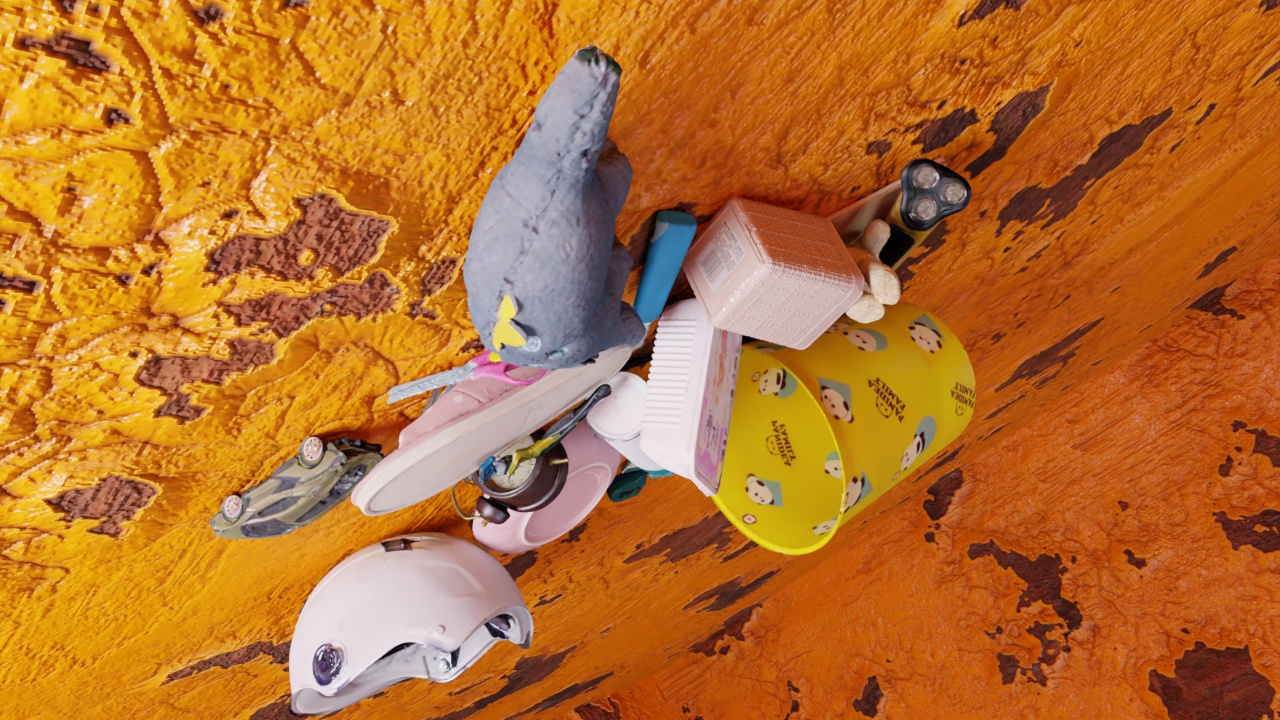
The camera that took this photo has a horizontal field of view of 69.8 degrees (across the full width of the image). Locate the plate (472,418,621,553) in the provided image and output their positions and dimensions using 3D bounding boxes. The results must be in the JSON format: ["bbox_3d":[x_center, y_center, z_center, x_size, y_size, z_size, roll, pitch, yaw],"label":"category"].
[{"bbox_3d":[-0.089,0.143,0.985,0.192,0.039,0.193,-34,152,-21],"label":"plate"}]

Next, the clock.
[{"bbox_3d":[-0.126,0.106,0.871,0.122,0.082,0.055,-33,153,6],"label":"clock"}]

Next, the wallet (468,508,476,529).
[{"bbox_3d":[-0.133,0.168,1.057,0.090,0.033,0.115,-37,160,15],"label":"wallet"}]

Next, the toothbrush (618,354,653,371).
[{"bbox_3d":[-0.005,0.005,0.889,0.180,0.018,0.016,-15,161,-29],"label":"toothbrush"}]

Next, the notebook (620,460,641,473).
[{"bbox_3d":[0.088,0.091,1.181,0.208,0.012,0.151,-3,146,-47],"label":"notebook"}]

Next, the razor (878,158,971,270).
[{"bbox_3d":[0.243,-0.120,0.846,0.067,0.062,0.168,-57,174,-22],"label":"razor"}]

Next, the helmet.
[{"bbox_3d":[-0.255,0.266,0.968,0.259,0.145,0.229,-26,158,16],"label":"helmet"}]

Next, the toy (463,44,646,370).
[{"bbox_3d":[-0.051,-0.061,0.601,0.137,0.091,0.357,-37,162,-14],"label":"toy"}]

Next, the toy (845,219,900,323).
[{"bbox_3d":[0.197,-0.071,0.812,0.105,0.066,0.157,-61,-177,16],"label":"toy"}]

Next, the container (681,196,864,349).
[{"bbox_3d":[0.104,-0.072,0.748,0.110,0.090,0.090,8,138,-39],"label":"container"}]

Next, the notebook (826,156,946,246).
[{"bbox_3d":[0.192,-0.106,0.895,0.211,0.012,0.149,-28,158,-5],"label":"notebook"}]

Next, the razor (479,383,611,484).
[{"bbox_3d":[-0.078,0.064,0.798,0.142,0.022,0.043,-35,169,-23],"label":"razor"}]

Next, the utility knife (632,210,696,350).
[{"bbox_3d":[0.010,-0.058,0.770,0.034,0.018,0.203,-8,152,-17],"label":"utility knife"}]

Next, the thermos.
[{"bbox_3d":[0.002,0.070,0.949,0.073,0.073,0.224,-31,160,2],"label":"thermos"}]

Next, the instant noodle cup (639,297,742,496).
[{"bbox_3d":[0.046,0.027,0.834,0.060,0.173,0.138,7,165,17],"label":"instant noodle cup"}]

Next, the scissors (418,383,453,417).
[{"bbox_3d":[-0.204,0.073,0.797,0.142,0.014,0.173,-27,157,-9],"label":"scissors"}]

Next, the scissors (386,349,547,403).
[{"bbox_3d":[-0.133,0.012,0.706,0.135,0.064,0.017,-21,145,0],"label":"scissors"}]

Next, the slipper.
[{"bbox_3d":[-0.121,0.039,0.765,0.273,0.054,0.114,-31,164,-29],"label":"slipper"}]

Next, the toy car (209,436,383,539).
[{"bbox_3d":[-0.279,0.109,0.750,0.158,0.042,0.070,-32,157,13],"label":"toy car"}]

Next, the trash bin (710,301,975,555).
[{"bbox_3d":[0.216,0.056,1.008,0.254,0.229,0.230,-21,157,-33],"label":"trash bin"}]

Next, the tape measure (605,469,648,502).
[{"bbox_3d":[-0.018,0.165,1.193,0.054,0.025,0.058,-17,154,-29],"label":"tape measure"}]
